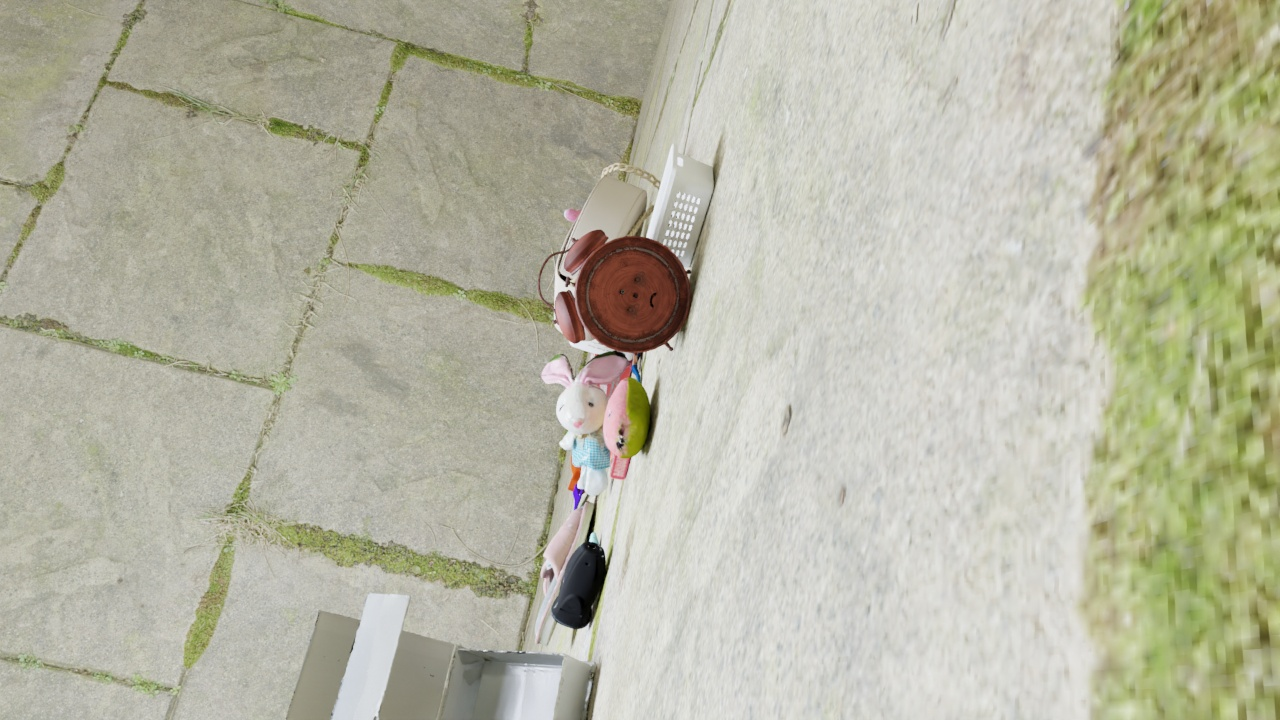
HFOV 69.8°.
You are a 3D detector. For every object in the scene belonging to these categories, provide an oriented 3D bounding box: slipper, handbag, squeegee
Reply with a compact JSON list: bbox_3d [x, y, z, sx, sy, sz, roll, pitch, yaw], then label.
[{"bbox_3d":[-0.126,0.322,1.434,0.273,0.054,0.114,-70,-4,-54],"label":"slipper"},{"bbox_3d":[-0.049,-0.144,1.290,0.211,0.103,0.208,102,-171,-63],"label":"handbag"},{"bbox_3d":[-0.091,0.170,1.568,0.250,0.055,0.184,111,-179,-56],"label":"squeegee"}]

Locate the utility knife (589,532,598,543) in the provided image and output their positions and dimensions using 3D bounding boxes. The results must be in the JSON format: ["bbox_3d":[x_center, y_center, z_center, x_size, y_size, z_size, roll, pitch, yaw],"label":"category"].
[{"bbox_3d":[-0.062,0.274,1.245,0.128,0.015,0.022,-104,28,-71],"label":"utility knife"}]

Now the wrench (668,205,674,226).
[{"bbox_3d":[0.022,-0.169,1.392,0.274,0.018,0.083,120,162,-72],"label":"wrench"}]

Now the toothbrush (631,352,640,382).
[{"bbox_3d":[-0.008,0.008,1.290,0.134,0.017,0.022,-90,13,-66],"label":"toothbrush"}]

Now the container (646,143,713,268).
[{"bbox_3d":[0.042,-0.161,1.003,0.080,0.049,0.129,-85,10,-57],"label":"container"}]

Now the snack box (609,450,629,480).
[{"bbox_3d":[-0.022,0.091,1.209,0.133,0.021,0.089,-96,19,-75],"label":"snack box"}]

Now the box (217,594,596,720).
[{"bbox_3d":[-0.244,0.379,0.994,0.150,0.369,0.166,107,173,-62],"label":"box"}]

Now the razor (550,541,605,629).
[{"bbox_3d":[-0.074,0.281,1.158,0.063,0.053,0.141,-69,-2,-61],"label":"razor"}]

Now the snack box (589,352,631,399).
[{"bbox_3d":[-0.059,0.033,1.524,0.236,0.060,0.113,-110,35,-80],"label":"snack box"}]

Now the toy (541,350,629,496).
[{"bbox_3d":[-0.083,0.093,1.294,0.105,0.131,0.205,-27,-65,-76],"label":"toy"}]

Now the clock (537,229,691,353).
[{"bbox_3d":[-0.028,-0.071,0.949,0.072,0.157,0.120,-171,94,-79],"label":"clock"}]

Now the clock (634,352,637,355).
[{"bbox_3d":[-0.002,-0.089,1.252,0.103,0.056,0.148,-77,3,-47],"label":"clock"}]

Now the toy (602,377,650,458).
[{"bbox_3d":[-0.015,0.069,1.033,0.110,0.051,0.090,-107,30,-78],"label":"toy"}]

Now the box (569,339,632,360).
[{"bbox_3d":[-0.055,-0.050,1.439,0.137,0.109,0.123,113,171,-57],"label":"box"}]

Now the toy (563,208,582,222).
[{"bbox_3d":[-0.053,-0.186,1.723,0.128,0.186,0.265,-33,55,25],"label":"toy"}]
